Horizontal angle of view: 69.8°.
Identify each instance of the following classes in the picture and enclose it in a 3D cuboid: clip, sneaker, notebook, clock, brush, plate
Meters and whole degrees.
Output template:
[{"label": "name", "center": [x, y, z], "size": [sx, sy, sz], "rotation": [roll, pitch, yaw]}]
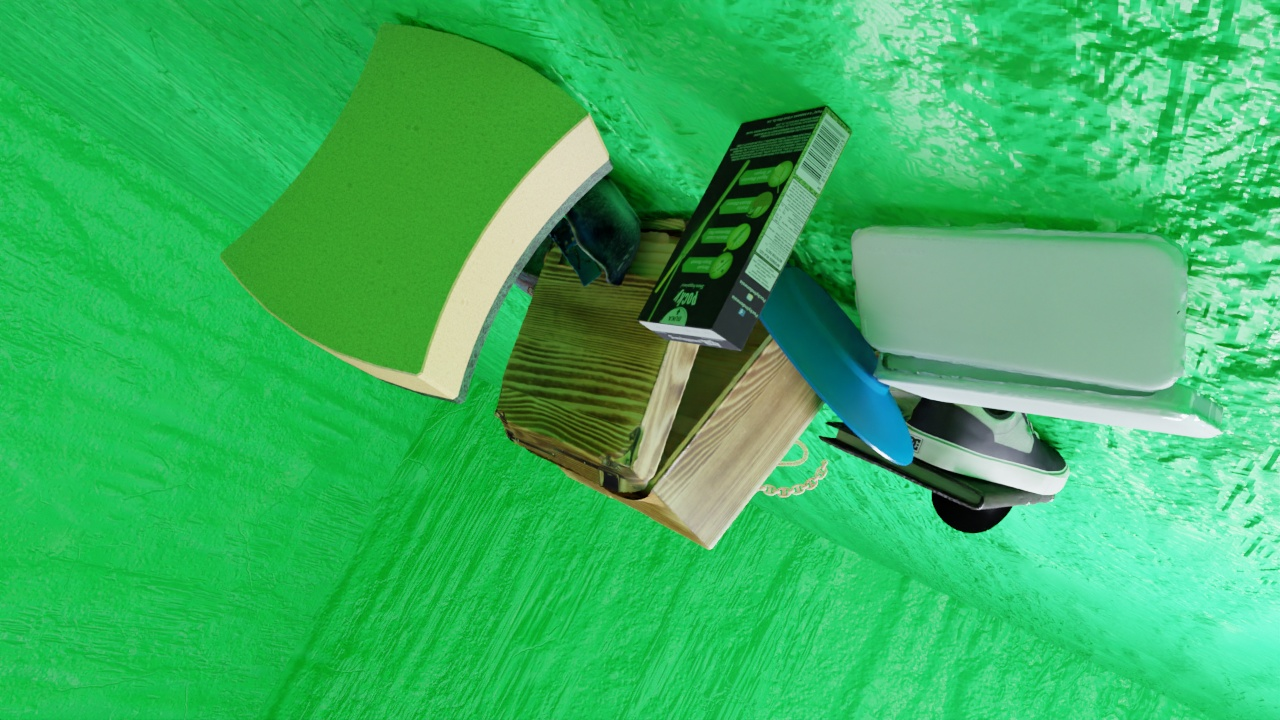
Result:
[{"label": "clip", "center": [-0.077, -0.122, 0.864], "size": [0.119, 0.033, 0.121], "rotation": [44, -170, -51]}, {"label": "sneaker", "center": [0.326, 0.065, 0.827], "size": [0.235, 0.079, 0.084], "rotation": [14, -170, -40]}, {"label": "notebook", "center": [0.283, 0.099, 0.876], "size": [0.170, 0.029, 0.208], "rotation": [25, -173, 38]}, {"label": "clock", "center": [-0.088, -0.094, 1.090], "size": [0.121, 0.073, 0.158], "rotation": [34, 167, -32]}, {"label": "brush", "center": [-0.164, -0.112, 0.686], "size": [0.195, 0.250, 0.075], "rotation": [28, 171, 19]}, {"label": "plate", "center": [0.144, -0.020, 0.701], "size": [0.224, 0.024, 0.224], "rotation": [42, -159, -21]}]

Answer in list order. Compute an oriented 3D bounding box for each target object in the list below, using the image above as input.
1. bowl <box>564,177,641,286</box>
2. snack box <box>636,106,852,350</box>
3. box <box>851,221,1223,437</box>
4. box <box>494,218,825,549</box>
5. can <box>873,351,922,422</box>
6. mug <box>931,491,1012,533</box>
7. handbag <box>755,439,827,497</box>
[{"label": "bowl", "center": [-0.034, -0.123, 0.804], "size": [0.110, 0.055, 0.110], "rotation": [54, -176, -6]}, {"label": "snack box", "center": [0.061, -0.079, 0.552], "size": [0.025, 0.147, 0.080], "rotation": [33, 169, -29]}, {"label": "box", "center": [0.240, -0.007, 0.580], "size": [0.211, 0.084, 0.186], "rotation": [11, 152, 45]}, {"label": "box", "center": [-0.009, 0.009, 0.887], "size": [0.220, 0.258, 0.279], "rotation": [48, 163, -29]}, {"label": "can", "center": [0.237, 0.028, 0.855], "size": [0.086, 0.043, 0.086], "rotation": [10, 153, 5]}, {"label": "mug", "center": [0.387, 0.135, 1.004], "size": [0.119, 0.084, 0.100], "rotation": [-3, 154, 5]}, {"label": "handbag", "center": [0.110, 0.088, 1.081], "size": [0.199, 0.187, 0.116], "rotation": [-12, 164, 9]}]
